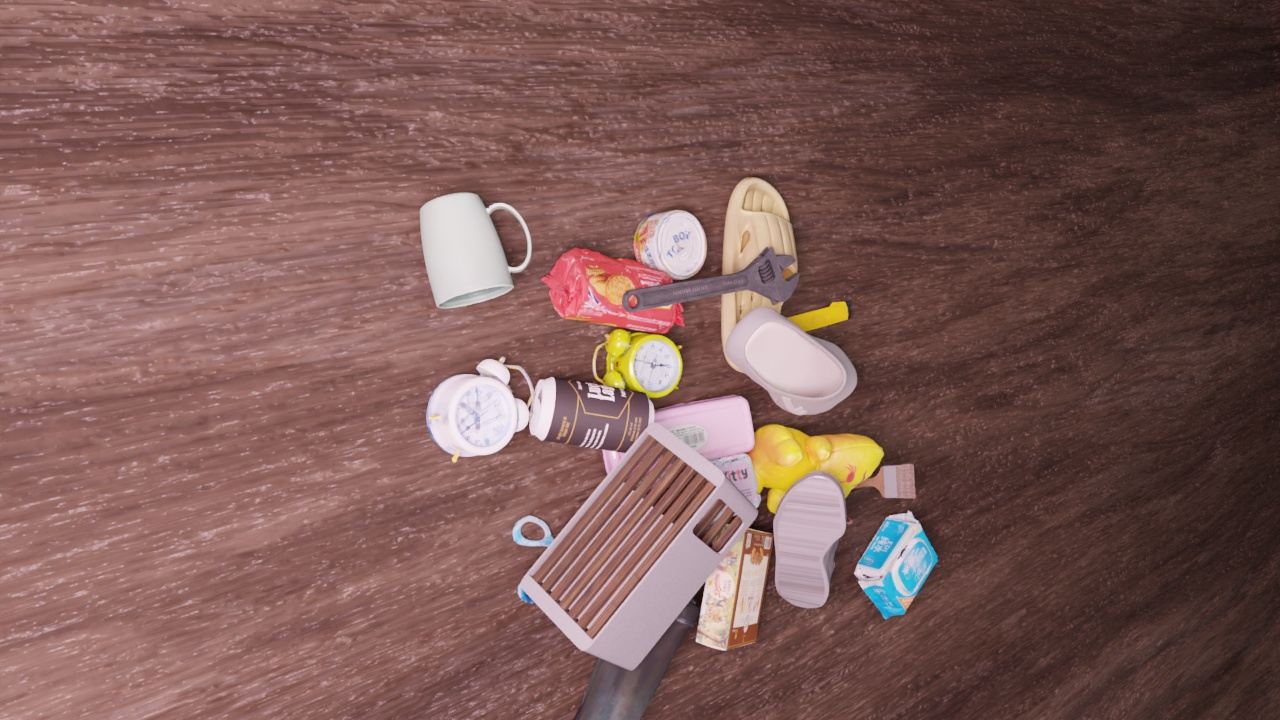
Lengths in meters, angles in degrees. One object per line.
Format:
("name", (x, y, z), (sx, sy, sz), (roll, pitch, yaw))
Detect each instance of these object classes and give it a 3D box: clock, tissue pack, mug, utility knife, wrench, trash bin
("clock", (-0.006, 0.006, 1.090), (0.119, 0.057, 0.083), (4, 88, -30))
("clock", (-0.166, 0.050, 0.979), (0.125, 0.052, 0.089), (-38, 110, -33))
("tissue pack", (0.386, 0.303, 1.373), (0.144, 0.062, 0.093), (-49, 116, -26))
("mug", (-0.169, -0.118, 0.946), (0.111, 0.084, 0.104), (-15, 88, -6))
("utility knife", (0.241, -0.058, 1.294), (0.158, 0.017, 0.030), (-15, 94, -36))
("wrench", (0.091, -0.088, 1.092), (0.272, 0.018, 0.073), (-13, 105, -35))
("trash bin", (0.002, 0.204, 1.003), (0.228, 0.114, 0.114), (-50, 144, -6))

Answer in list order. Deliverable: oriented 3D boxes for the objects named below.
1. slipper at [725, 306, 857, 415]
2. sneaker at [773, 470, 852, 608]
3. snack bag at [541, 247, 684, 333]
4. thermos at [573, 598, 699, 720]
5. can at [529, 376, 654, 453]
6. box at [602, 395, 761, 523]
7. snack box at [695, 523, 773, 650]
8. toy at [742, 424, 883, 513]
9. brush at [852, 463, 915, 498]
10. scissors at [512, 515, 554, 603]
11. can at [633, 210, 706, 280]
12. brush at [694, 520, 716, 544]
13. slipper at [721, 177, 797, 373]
("slipper", (0.215, 0.017, 1.194), (0.113, 0.080, 0.265), (-52, 136, 6))
("sneaker", (0.227, 0.219, 1.215), (0.089, 0.099, 0.237), (-67, 162, -51))
("snack bag", (-0.027, -0.079, 1.063), (0.176, 0.082, 0.082), (7, 86, -37))
("thermos", (-0.007, 0.346, 1.072), (0.098, 0.098, 0.220), (35, 75, -31))
("can", (-0.054, 0.062, 1.028), (0.128, 0.072, 0.072), (10, 84, -17))
("box", (0.054, 0.130, 1.125), (0.201, 0.037, 0.152), (-10, 89, -24))
("snack box", (0.121, 0.283, 1.153), (0.143, 0.041, 0.147), (30, 69, -65))
("toy", (0.221, 0.141, 1.239), (0.193, 0.135, 0.087), (8, 42, -31))
("brush", (0.318, 0.170, 1.273), (0.008, 0.143, 0.045), (5, 78, -37))
("scissors", (-0.092, 0.232, 1.058), (0.139, 0.013, 0.117), (16, 80, -37))
("can", (0.037, -0.141, 1.128), (0.086, 0.043, 0.086), (0, 90, -38))
("brush", (0.072, 0.160, 1.164), (0.040, 0.030, 0.172), (-32, 108, -32))
("slipper", (0.166, -0.112, 1.203), (0.111, 0.079, 0.261), (9, 85, -39))
